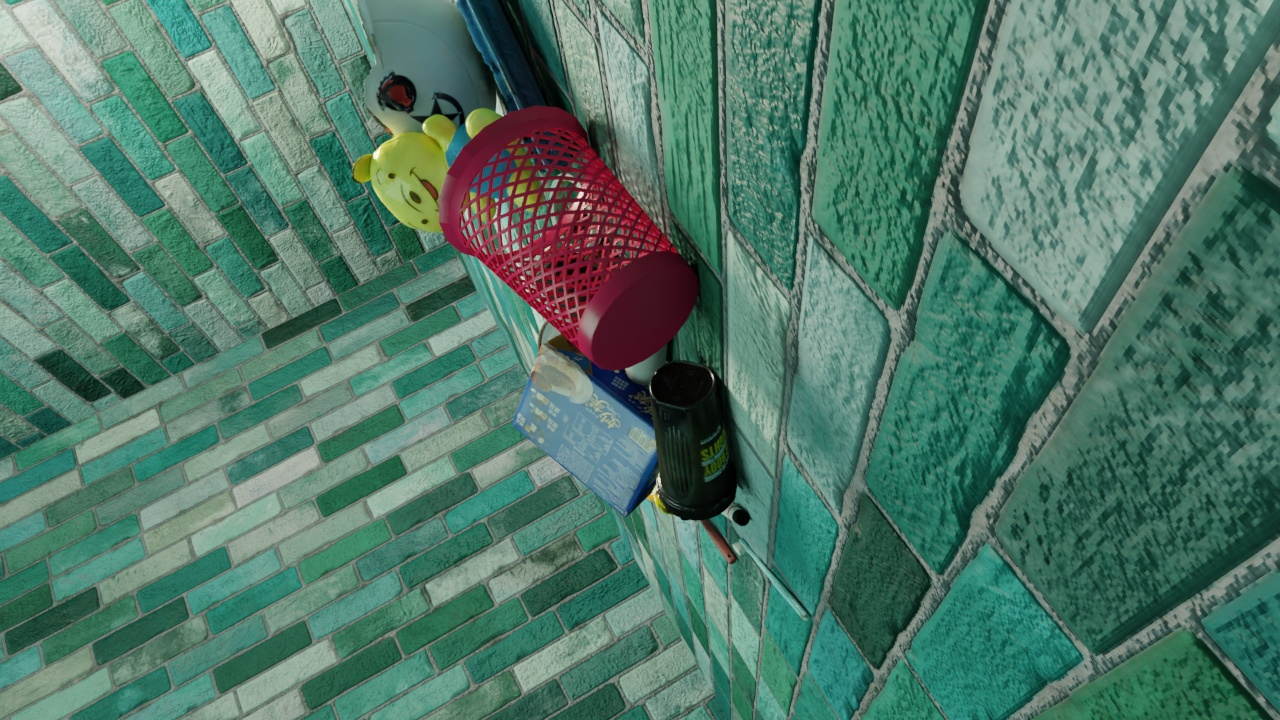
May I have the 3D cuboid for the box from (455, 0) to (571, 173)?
[{"bbox_3d":[-0.143,-0.324,1.046,0.232,0.047,0.177,65,177,-16],"label":"box"}]

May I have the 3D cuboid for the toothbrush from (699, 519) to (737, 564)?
[{"bbox_3d":[0.095,0.243,1.424,0.190,0.016,0.016,53,171,40],"label":"toothbrush"}]

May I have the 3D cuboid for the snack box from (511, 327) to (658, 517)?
[{"bbox_3d":[-0.054,0.079,1.186,0.203,0.069,0.155,37,129,14],"label":"snack box"}]

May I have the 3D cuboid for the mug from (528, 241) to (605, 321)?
[{"bbox_3d":[-0.084,-0.113,1.187,0.088,0.078,0.113,43,-147,-19],"label":"mug"}]

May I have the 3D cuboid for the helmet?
[{"bbox_3d":[-0.280,-0.382,1.221,0.236,0.163,0.264,-112,10,-52],"label":"helmet"}]

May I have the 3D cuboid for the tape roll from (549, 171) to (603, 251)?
[{"bbox_3d":[-0.076,-0.175,1.081,0.094,0.018,0.094,31,130,46],"label":"tape roll"}]

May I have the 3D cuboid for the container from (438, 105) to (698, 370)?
[{"bbox_3d":[-0.062,-0.110,0.901,0.225,0.183,0.183,47,164,29],"label":"container"}]

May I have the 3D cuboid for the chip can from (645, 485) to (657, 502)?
[{"bbox_3d":[0.044,0.175,1.330,0.075,0.075,0.215,62,169,1],"label":"chip can"}]

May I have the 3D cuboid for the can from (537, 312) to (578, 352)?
[{"bbox_3d":[-0.082,-0.016,1.321,0.130,0.044,0.130,12,117,25],"label":"can"}]

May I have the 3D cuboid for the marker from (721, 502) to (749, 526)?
[{"bbox_3d":[0.110,0.193,1.217,0.019,0.019,0.146,64,169,-10],"label":"marker"}]

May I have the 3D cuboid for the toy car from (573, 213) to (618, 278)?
[{"bbox_3d":[-0.054,-0.137,1.130,0.091,0.036,0.042,55,168,7],"label":"toy car"}]

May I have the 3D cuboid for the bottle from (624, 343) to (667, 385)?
[{"bbox_3d":[0.005,-0.030,1.060,0.052,0.052,0.195,58,169,20],"label":"bottle"}]

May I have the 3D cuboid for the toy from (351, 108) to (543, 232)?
[{"bbox_3d":[-0.235,-0.232,1.144,0.149,0.214,0.083,61,-153,-28],"label":"toy"}]

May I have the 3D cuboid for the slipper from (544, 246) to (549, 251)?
[{"bbox_3d":[-0.086,-0.054,1.394,0.272,0.054,0.115,62,161,6],"label":"slipper"}]

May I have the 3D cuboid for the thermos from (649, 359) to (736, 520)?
[{"bbox_3d":[0.057,0.098,1.041,0.098,0.098,0.221,53,163,40],"label":"thermos"}]

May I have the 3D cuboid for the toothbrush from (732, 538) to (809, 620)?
[{"bbox_3d":[0.167,0.282,1.185,0.180,0.016,0.016,42,156,59],"label":"toothbrush"}]
